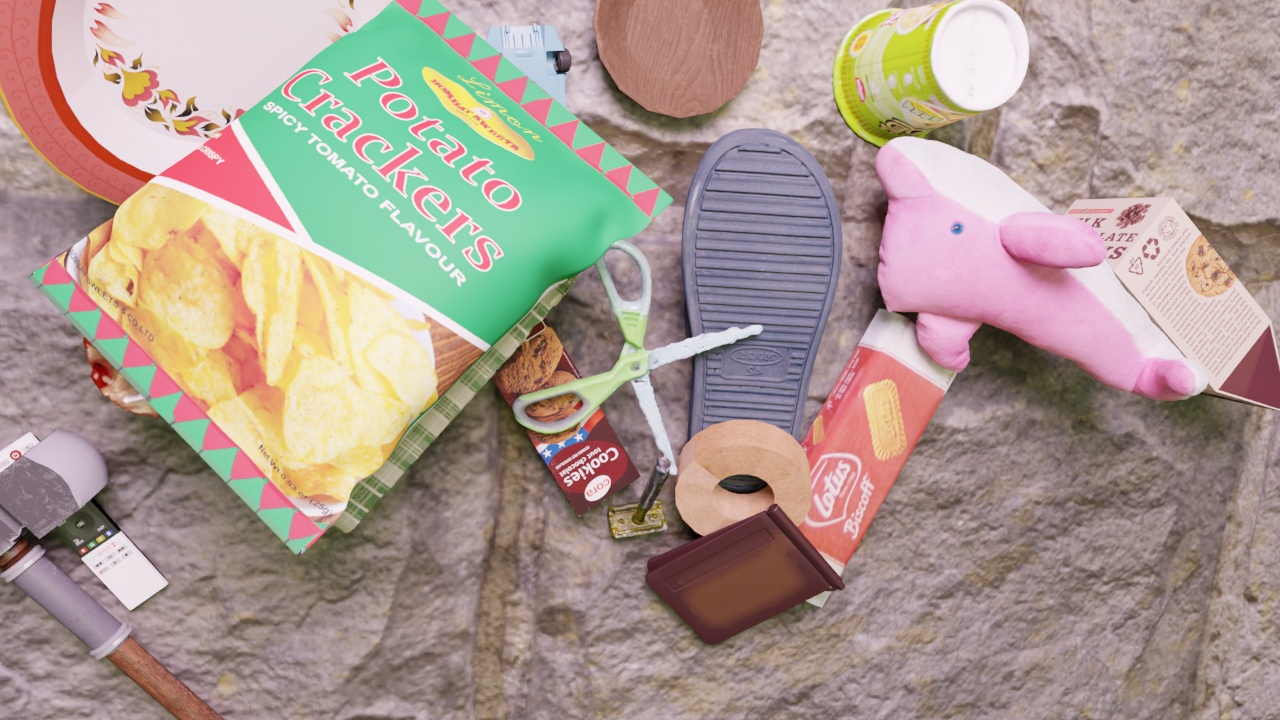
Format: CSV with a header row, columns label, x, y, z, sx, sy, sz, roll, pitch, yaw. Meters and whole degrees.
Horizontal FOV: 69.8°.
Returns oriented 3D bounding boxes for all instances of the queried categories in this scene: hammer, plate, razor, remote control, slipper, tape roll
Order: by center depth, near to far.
label,x,y,z,sx,sy,sz,roll,pitch,yaw
plate,-0.210,-0.173,0.480,0.229,0.230,0.021,-40,67,-7
remote control,-0.345,0.100,0.568,0.028,0.012,0.124,-36,107,-8
hammer,-0.301,0.200,0.573,0.156,0.043,0.322,-36,109,2
razor,0.006,0.092,0.627,0.042,0.106,0.026,-4,61,-14
slipper,0.078,-0.034,0.633,0.101,0.082,0.264,2,119,3
tape roll,0.071,0.087,0.640,0.094,0.027,0.094,3,125,4

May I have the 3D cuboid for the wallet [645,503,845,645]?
label,x,y,z,sx,sy,sz,roll,pitch,yaw
wallet,0.074,0.156,0.660,0.116,0.018,0.091,-30,115,24

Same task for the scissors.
label,x,y,z,sx,sy,sz,roll,pitch,yaw
scissors,-0.003,0.003,0.591,0.171,0.021,0.172,-20,109,0

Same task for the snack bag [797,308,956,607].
label,x,y,z,sx,sy,sz,roll,pitch,yaw
snack bag,0.157,0.075,0.694,0.077,0.041,0.225,30,89,-20

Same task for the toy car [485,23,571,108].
label,x,y,z,sx,sy,sz,roll,pitch,yaw
toy car,-0.075,-0.161,0.595,0.060,0.027,0.108,-7,111,-15

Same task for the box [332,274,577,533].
label,x,y,z,sx,sy,sz,roll,pitch,yaw
box,-0.135,-0.001,0.558,0.205,0.118,0.050,-47,117,-3

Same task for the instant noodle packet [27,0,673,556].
label,x,y,z,sx,sy,sz,roll,pitch,yaw
instant noodle packet,-0.140,-0.062,0.462,0.195,0.090,0.252,42,73,10

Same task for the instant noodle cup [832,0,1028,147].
label,x,y,z,sx,sy,sz,roll,pitch,yaw
instant noodle cup,0.200,-0.200,0.625,0.098,0.108,0.099,-2,98,-15

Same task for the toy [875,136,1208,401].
label,x,y,z,sx,sy,sz,roll,pitch,yaw
toy,0.253,-0.043,0.635,0.265,0.186,0.128,35,103,-4

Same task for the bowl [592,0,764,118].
label,x,y,z,sx,sy,sz,roll,pitch,yaw
bowl,0.023,-0.220,0.611,0.117,0.030,0.118,-3,100,-16

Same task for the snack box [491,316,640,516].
label,x,y,z,sx,sy,sz,roll,pitch,yaw
snack box,-0.059,0.033,0.628,0.051,0.032,0.141,-32,106,-9

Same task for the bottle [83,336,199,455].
label,x,y,z,sx,sy,sz,roll,pitch,yaw
bottle,-0.254,-0.006,0.524,0.099,0.111,0.099,-2,99,-15

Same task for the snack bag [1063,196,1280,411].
label,x,y,z,sx,sy,sz,roll,pitch,yaw
snack bag,0.414,-0.031,0.720,0.206,0.094,0.070,41,86,-18
